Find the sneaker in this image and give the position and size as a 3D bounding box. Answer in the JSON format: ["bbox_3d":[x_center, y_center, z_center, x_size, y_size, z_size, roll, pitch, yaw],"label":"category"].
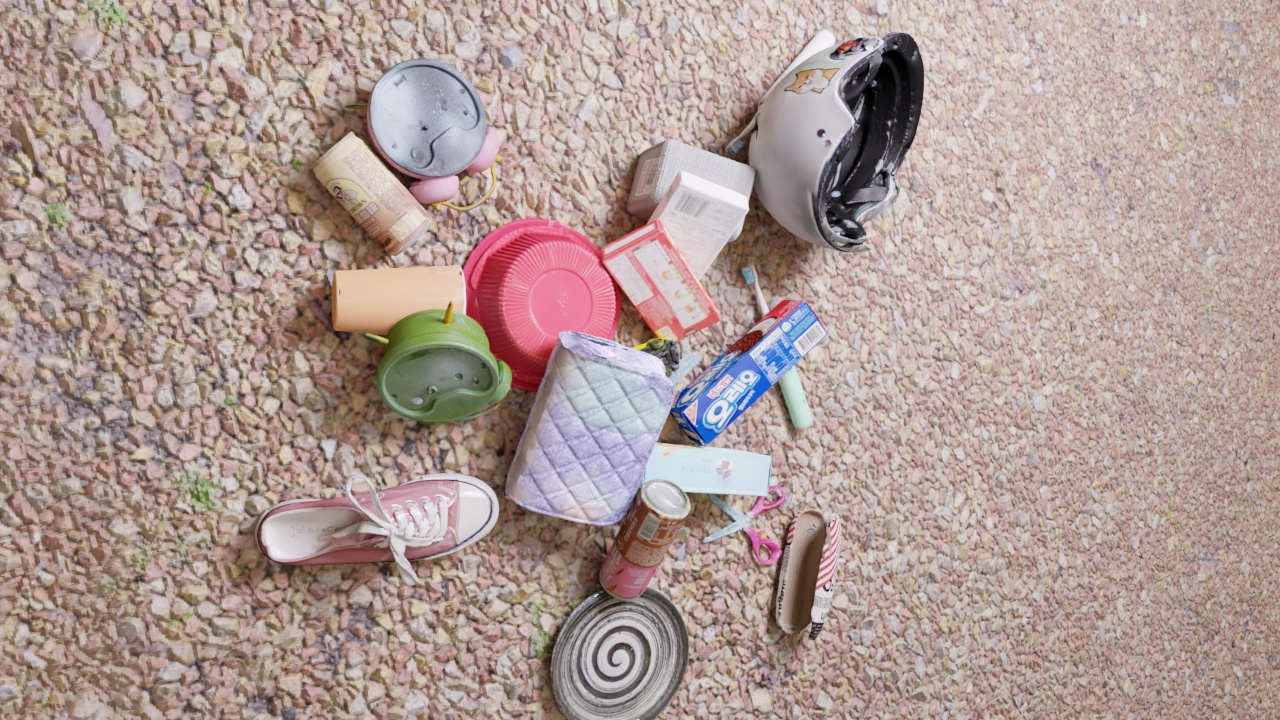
[{"bbox_3d":[-0.250,0.164,0.907,0.240,0.088,0.118,-2,92,-26],"label":"sneaker"}]

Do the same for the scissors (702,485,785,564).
[{"bbox_3d":[0.137,0.198,1.151,0.133,0.017,0.130,41,76,-19],"label":"scissors"}]

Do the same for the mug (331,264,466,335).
[{"bbox_3d":[-0.243,-0.058,0.916,0.122,0.078,0.078,-1,92,-22],"label":"mug"}]

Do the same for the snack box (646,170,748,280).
[{"bbox_3d":[0.045,-0.132,1.021,0.084,0.157,0.026,17,44,-20],"label":"snack box"}]

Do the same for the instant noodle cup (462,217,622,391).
[{"bbox_3d":[-0.097,-0.061,0.994,0.193,0.066,0.194,0,91,-28],"label":"instant noodle cup"}]

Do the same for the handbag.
[{"bbox_3d":[-0.054,0.075,0.973,0.134,0.075,0.194,16,109,-19],"label":"handbag"}]

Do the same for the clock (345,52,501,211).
[{"bbox_3d":[-0.209,-0.225,0.934,0.117,0.060,0.158,-46,109,-20],"label":"clock"}]

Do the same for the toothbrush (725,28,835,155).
[{"bbox_3d":[0.174,-0.334,1.146,0.026,0.027,0.220,34,72,18],"label":"toothbrush"}]

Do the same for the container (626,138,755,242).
[{"bbox_3d":[0.054,-0.194,1.056,0.114,0.090,0.090,17,83,-23],"label":"container"}]

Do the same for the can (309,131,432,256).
[{"bbox_3d":[-0.264,-0.163,0.907,0.058,0.059,0.116,-47,111,-18],"label":"can"}]

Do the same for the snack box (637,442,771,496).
[{"bbox_3d":[0.062,0.126,1.076,0.174,0.074,0.051,7,88,-28],"label":"snack box"}]

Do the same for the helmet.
[{"bbox_3d":[0.221,-0.265,1.095,0.273,0.157,0.230,-60,147,-25],"label":"helmet"}]

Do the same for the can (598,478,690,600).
[{"bbox_3d":[0.003,0.199,1.014,0.057,0.058,0.148,5,128,-28],"label":"can"}]

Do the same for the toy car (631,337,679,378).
[{"bbox_3d":[-0.006,0.006,1.057,0.105,0.032,0.048,-23,118,-11],"label":"toy car"}]

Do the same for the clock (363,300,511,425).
[{"bbox_3d":[-0.194,0.014,0.913,0.116,0.056,0.161,-19,139,6],"label":"clock"}]

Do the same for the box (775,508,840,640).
[{"bbox_3d":[0.210,0.271,1.177,0.075,0.083,0.163,18,80,-67],"label":"box"}]

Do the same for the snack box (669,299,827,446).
[{"bbox_3d":[0.127,0.012,1.098,0.207,0.058,0.057,-42,107,-11],"label":"snack box"}]

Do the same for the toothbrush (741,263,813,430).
[{"bbox_3d":[0.173,-0.016,1.155,0.027,0.026,0.224,-25,103,-19],"label":"toothbrush"}]

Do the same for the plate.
[{"bbox_3d":[-0.025,0.346,1.067,0.179,0.024,0.179,-2,94,-28],"label":"plate"}]

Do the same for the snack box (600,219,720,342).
[{"bbox_3d":[0.024,-0.083,1.027,0.075,0.025,0.153,-26,132,14],"label":"snack box"}]

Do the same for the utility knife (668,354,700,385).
[{"bbox_3d":[-0.009,0.061,1.068,0.220,0.022,0.031,-40,109,-14],"label":"utility knife"}]
